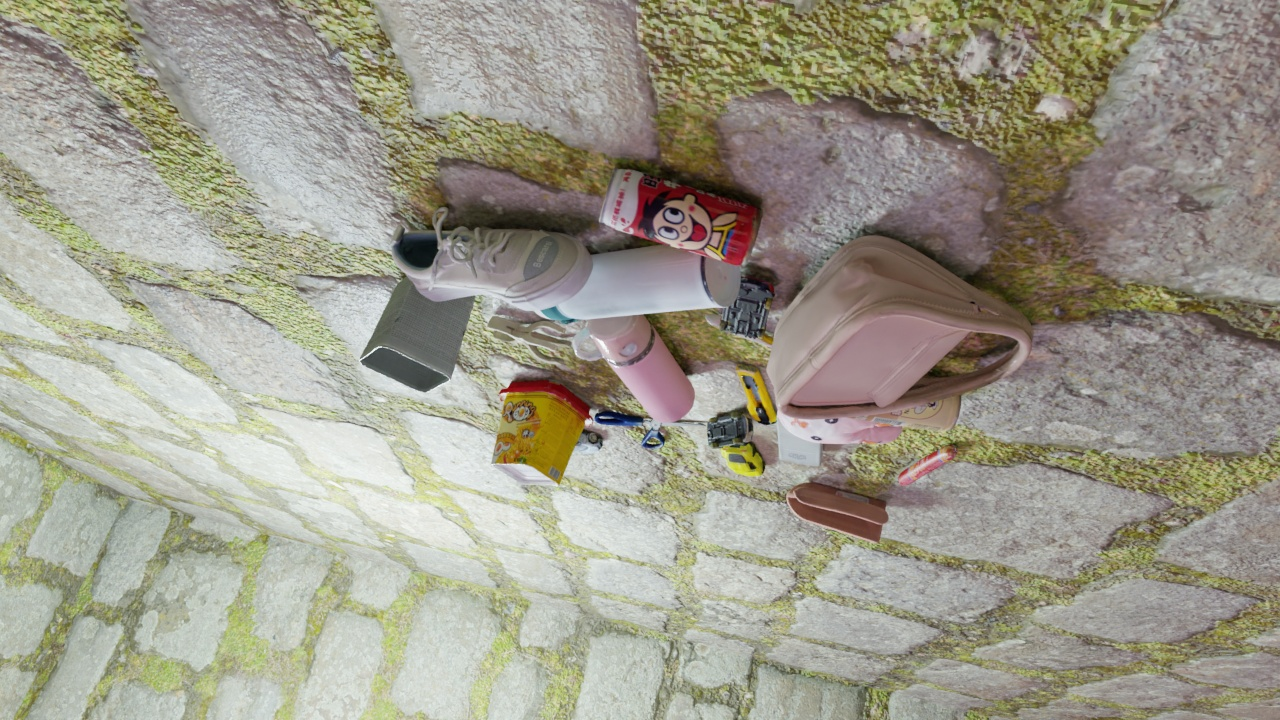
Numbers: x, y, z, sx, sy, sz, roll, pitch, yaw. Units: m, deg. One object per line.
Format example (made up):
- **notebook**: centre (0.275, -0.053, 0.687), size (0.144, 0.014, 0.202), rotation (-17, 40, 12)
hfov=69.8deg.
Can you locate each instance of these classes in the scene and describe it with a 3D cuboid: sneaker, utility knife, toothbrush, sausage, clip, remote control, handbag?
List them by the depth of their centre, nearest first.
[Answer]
- **handbag**: centre (0.253, -0.013, 0.854), size (0.234, 0.093, 0.194), rotation (10, 147, -15)
- **sneaker**: centre (-0.155, -0.108, 0.909), size (0.243, 0.089, 0.091), rotation (4, 149, 37)
- **toothbrush**: centre (0.158, -0.017, 0.989), size (0.191, 0.016, 0.018), rotation (20, 144, -11)
- **clip**: centre (-0.134, -0.035, 1.103), size (0.104, 0.034, 0.084), rotation (24, 158, 0)
- **utility knife**: centre (0.142, 0.046, 1.126), size (0.033, 0.015, 0.154), rotation (2, 152, 21)
- **sausage**: centre (0.366, 0.135, 1.178), size (0.020, 0.020, 0.156), rotation (17, 155, -4)
- **remote control**: centre (0.208, 0.098, 1.190), size (0.058, 0.021, 0.150), rotation (9, 154, 14)

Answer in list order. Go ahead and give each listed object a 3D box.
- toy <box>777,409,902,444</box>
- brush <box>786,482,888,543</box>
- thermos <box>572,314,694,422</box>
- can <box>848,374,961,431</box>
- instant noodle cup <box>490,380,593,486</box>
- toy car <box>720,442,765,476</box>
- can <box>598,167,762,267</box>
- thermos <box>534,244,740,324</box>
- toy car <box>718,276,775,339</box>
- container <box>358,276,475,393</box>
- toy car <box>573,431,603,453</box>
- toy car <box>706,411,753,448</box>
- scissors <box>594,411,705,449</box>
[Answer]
- **toy**: centre (0.238, 0.062, 1.066), size (0.159, 0.054, 0.121), rotation (10, 150, -3)
- **brush**: centre (0.286, 0.217, 1.346), size (0.145, 0.063, 0.073), rotation (17, 159, 1)
- **thermos**: centre (-0.006, 0.006, 1.057), size (0.087, 0.067, 0.198), rotation (-29, 145, 7)
- **can**: centre (0.274, 0.040, 0.974), size (0.116, 0.058, 0.059), rotation (8, 155, -1)
- **instant noodle cup**: centre (-0.145, 0.105, 1.288), size (0.116, 0.123, 0.116), rotation (-3, 150, 35)
- **toy car**: centre (0.146, 0.145, 1.312), size (0.048, 0.032, 0.105), rotation (3, 154, 24)
- **can**: centre (0.034, -0.124, 0.791), size (0.133, 0.053, 0.053), rotation (17, 155, -2)
- **thermos**: centre (-0.014, -0.074, 0.906), size (0.225, 0.073, 0.073), rotation (-3, 149, 36)
- **toy car**: centre (0.107, -0.055, 0.917), size (0.049, 0.031, 0.106), rotation (12, 156, 7)
- **container**: centre (-0.255, -0.038, 1.067), size (0.090, 0.114, 0.090), rotation (29, 152, -27)
- **toy car**: centre (-0.110, 0.121, 1.412), size (0.105, 0.031, 0.049), rotation (18, 156, -6)
- **toy car**: centre (0.120, 0.092, 1.206), size (0.035, 0.042, 0.091), rotation (1, 169, -28)
- **scissors**: centre (0.012, 0.092, 1.305), size (0.175, 0.012, 0.162), rotation (8, 153, 13)
